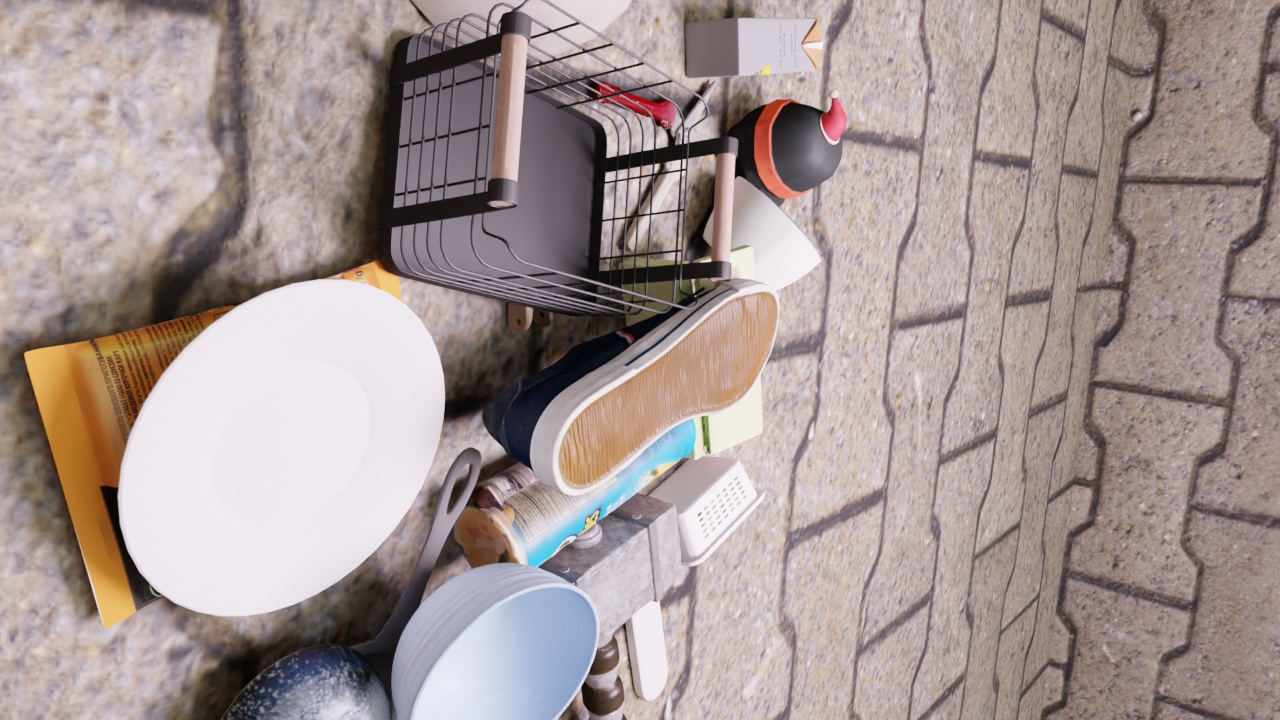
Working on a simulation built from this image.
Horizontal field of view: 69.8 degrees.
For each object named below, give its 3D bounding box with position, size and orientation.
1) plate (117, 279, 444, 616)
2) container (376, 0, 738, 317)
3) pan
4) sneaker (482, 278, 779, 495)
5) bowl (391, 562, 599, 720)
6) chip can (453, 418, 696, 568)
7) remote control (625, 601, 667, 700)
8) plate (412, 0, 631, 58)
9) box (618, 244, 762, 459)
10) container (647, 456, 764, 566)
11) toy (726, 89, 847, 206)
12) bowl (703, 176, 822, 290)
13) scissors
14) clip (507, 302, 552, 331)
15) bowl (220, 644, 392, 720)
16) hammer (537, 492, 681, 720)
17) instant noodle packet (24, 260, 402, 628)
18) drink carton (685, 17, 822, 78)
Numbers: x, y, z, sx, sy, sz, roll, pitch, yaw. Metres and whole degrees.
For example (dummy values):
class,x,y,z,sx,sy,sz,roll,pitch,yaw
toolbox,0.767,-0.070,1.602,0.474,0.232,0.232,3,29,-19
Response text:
class,x,y,z,sx,sy,sz,roll,pitch,yaw
plate,-0.200,0.051,0.539,0.208,0.015,0.209,-33,134,-41
container,-0.051,-0.125,0.631,0.241,0.130,0.162,11,81,-52
pan,-0.190,0.224,0.632,0.216,0.024,0.354,29,81,-50
sneaker,-0.004,0.004,0.726,0.293,0.127,0.121,-28,128,-40
bowl,-0.109,0.198,0.629,0.150,0.075,0.151,-23,128,-34
chip can,-0.048,0.095,0.755,0.228,0.080,0.080,-30,121,-45
remote control,0.006,0.282,0.921,0.043,0.013,0.137,-30,121,-44
plate,-0.071,-0.287,0.585,0.188,0.027,0.189,-9,123,-15
box,0.049,-0.004,0.825,0.064,0.130,0.188,-102,-173,-68
container,0.054,0.141,0.898,0.128,0.081,0.049,-36,114,-41
toy,0.149,-0.206,0.895,0.099,0.119,0.097,24,76,-46
bowl,0.111,-0.114,0.882,0.066,0.116,0.116,-45,139,5
scissors,0.018,-0.182,0.818,0.198,0.015,0.179,8,91,-53
clip,-0.092,-0.050,0.708,0.041,0.024,0.061,-34,116,-45
bowl,-0.195,0.240,0.564,0.114,0.061,0.114,-22,120,-45
hammer,-0.034,0.288,0.819,0.176,0.080,0.327,-29,121,-45
instant noodle packet,-0.226,0.038,0.549,0.220,0.032,0.160,-25,121,-46
drink carton,0.106,-0.292,0.856,0.124,0.076,0.048,-20,114,-43
